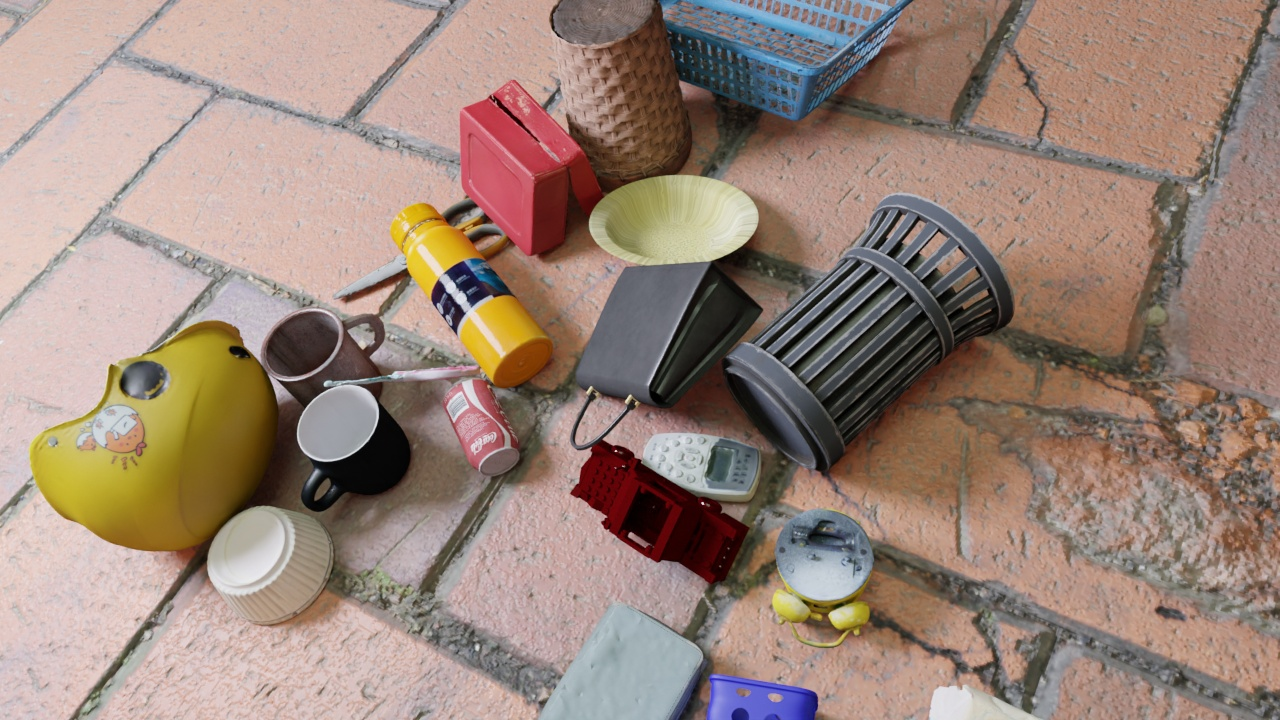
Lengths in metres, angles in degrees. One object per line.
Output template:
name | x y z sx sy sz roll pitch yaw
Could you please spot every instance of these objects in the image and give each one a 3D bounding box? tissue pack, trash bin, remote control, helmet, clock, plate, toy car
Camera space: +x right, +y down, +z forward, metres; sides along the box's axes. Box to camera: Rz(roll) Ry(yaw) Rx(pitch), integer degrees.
tissue pack | 0.302 0.332 0.668 0.209 0.066 0.116 21 64 21
trash bin | 0.201 -0.019 0.853 0.227 0.164 0.164 -41 60 -9
remote control | 0.058 0.101 0.883 0.114 0.028 0.060 10 62 17
trash bin | -0.028 -0.316 1.050 0.151 0.210 0.151 -6 57 9
helmet | -0.441 0.089 0.905 0.139 0.209 0.239 35 68 12
clock | 0.157 0.187 0.792 0.083 0.057 0.118 4 60 14
plate | 0.037 -0.143 1.018 0.184 0.036 0.184 -3 41 2
toy car | 0.008 0.137 0.839 0.170 0.061 0.070 28 100 26

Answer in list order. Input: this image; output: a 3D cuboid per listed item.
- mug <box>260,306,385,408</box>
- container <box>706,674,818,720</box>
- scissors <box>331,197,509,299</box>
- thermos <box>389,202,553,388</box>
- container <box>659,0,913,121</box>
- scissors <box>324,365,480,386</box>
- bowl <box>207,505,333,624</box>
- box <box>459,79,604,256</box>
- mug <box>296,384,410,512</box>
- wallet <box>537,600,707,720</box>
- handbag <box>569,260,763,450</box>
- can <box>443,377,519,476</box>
mug | -0.324 -0.001 0.982 0.123 0.110 0.096 -33 63 -10
container | 0.090 0.315 0.712 0.084 0.085 0.113 4 61 15
scissors | -0.270 -0.133 1.104 0.229 0.016 0.113 -22 56 -2
thermos | -0.191 -0.072 1.006 0.076 0.092 0.232 -30 65 -24
container | 0.116 -0.417 1.126 0.362 0.089 0.256 28 52 26
scissors | -0.254 0.018 0.933 0.101 0.178 0.016 -1 95 42
bowl | -0.368 0.193 0.897 0.115 0.062 0.115 -5 58 9
box | -0.137 -0.221 1.058 0.126 0.137 0.157 -36 61 -10
mug | -0.294 0.098 0.921 0.085 0.094 0.121 23 66 24
wallet | -0.014 0.281 0.776 0.100 0.054 0.131 29 66 16
handbag | -0.005 0.005 0.887 0.195 0.072 0.176 -56 24 -13
can | -0.162 0.067 0.936 0.054 0.054 0.096 -29 58 -7
